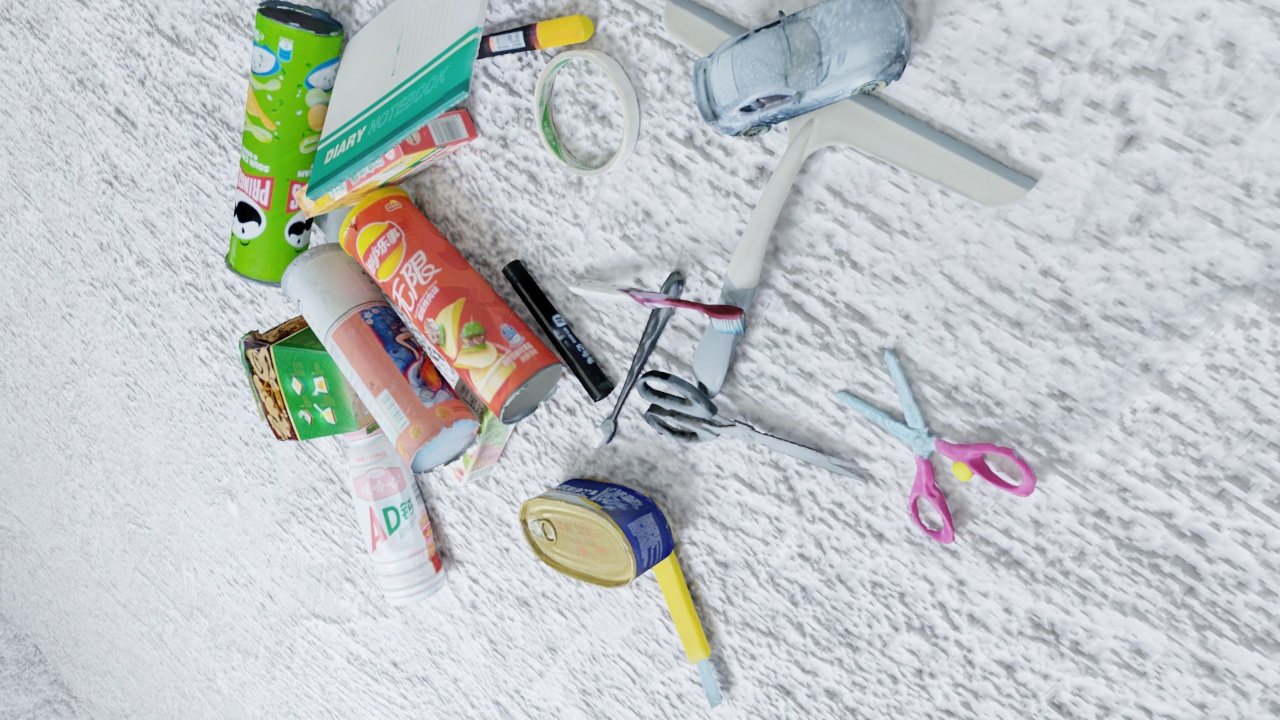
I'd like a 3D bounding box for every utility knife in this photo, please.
[{"bbox_3d":[0.032,0.201,0.758,0.033,0.015,0.197,-10,102,51],"label":"utility knife"}]

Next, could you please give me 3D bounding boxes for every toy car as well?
[{"bbox_3d":[0.086,-0.163,0.504,0.121,0.036,0.054,-12,83,29],"label":"toy car"}]

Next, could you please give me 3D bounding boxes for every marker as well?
[{"bbox_3d":[-0.067,-0.023,0.729,0.132,0.020,0.022,53,151,7],"label":"marker"},{"bbox_3d":[-0.080,-0.226,0.644,0.124,0.015,0.018,7,114,40],"label":"marker"}]

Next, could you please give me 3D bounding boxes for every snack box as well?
[{"bbox_3d":[-0.208,-0.157,0.740,0.156,0.076,0.027,-15,101,43],"label":"snack box"},{"bbox_3d":[-0.292,0.011,0.882,0.106,0.118,0.117,1,112,26],"label":"snack box"}]

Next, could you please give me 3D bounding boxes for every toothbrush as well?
[{"bbox_3d":[0.006,-0.039,0.637,0.188,0.016,0.017,15,131,50],"label":"toothbrush"},{"bbox_3d":[-0.004,0.004,0.694,0.015,0.018,0.182,42,130,20],"label":"toothbrush"}]

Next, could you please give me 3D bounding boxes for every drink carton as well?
[{"bbox_3d":[-0.141,0.052,0.810,0.053,0.045,0.123,50,133,21],"label":"drink carton"}]

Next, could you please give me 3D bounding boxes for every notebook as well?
[{"bbox_3d":[-0.175,-0.213,0.668,0.210,0.012,0.150,-16,60,42],"label":"notebook"}]

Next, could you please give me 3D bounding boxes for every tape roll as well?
[{"bbox_3d":[-0.038,-0.171,0.636,0.086,0.013,0.086,18,121,32],"label":"tape roll"}]

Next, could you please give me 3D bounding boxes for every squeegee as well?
[{"bbox_3d":[0.070,-0.062,0.582,0.246,0.039,0.247,36,130,21],"label":"squeegee"}]

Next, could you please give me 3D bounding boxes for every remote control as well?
[{"bbox_3d":[-0.267,-0.124,0.846,0.135,0.019,0.056,45,132,14],"label":"remote control"}]

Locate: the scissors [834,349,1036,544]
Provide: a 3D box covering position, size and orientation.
[{"bbox_3d":[0.176,0.059,0.572,0.133,0.017,0.124,32,132,30],"label":"scissors"}]

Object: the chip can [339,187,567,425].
[{"bbox_3d":[-0.155,-0.045,0.750,0.216,0.073,0.073,47,133,15],"label":"chip can"}]

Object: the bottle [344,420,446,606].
[{"bbox_3d":[-0.259,0.151,0.946,0.068,0.068,0.197,-5,105,41],"label":"bottle"}]

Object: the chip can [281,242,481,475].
[{"bbox_3d":[-0.223,-0.003,0.785,0.214,0.071,0.071,50,134,20],"label":"chip can"}]

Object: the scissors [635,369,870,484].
[{"bbox_3d":[0.072,0.046,0.637,0.141,0.014,0.174,49,147,-20],"label":"scissors"}]

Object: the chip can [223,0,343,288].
[{"bbox_3d":[-0.310,-0.182,0.795,0.072,0.072,0.236,33,120,23],"label":"chip can"}]

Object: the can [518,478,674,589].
[{"bbox_3d":[-0.039,0.138,0.751,0.148,0.049,0.074,-1,109,49],"label":"can"}]
